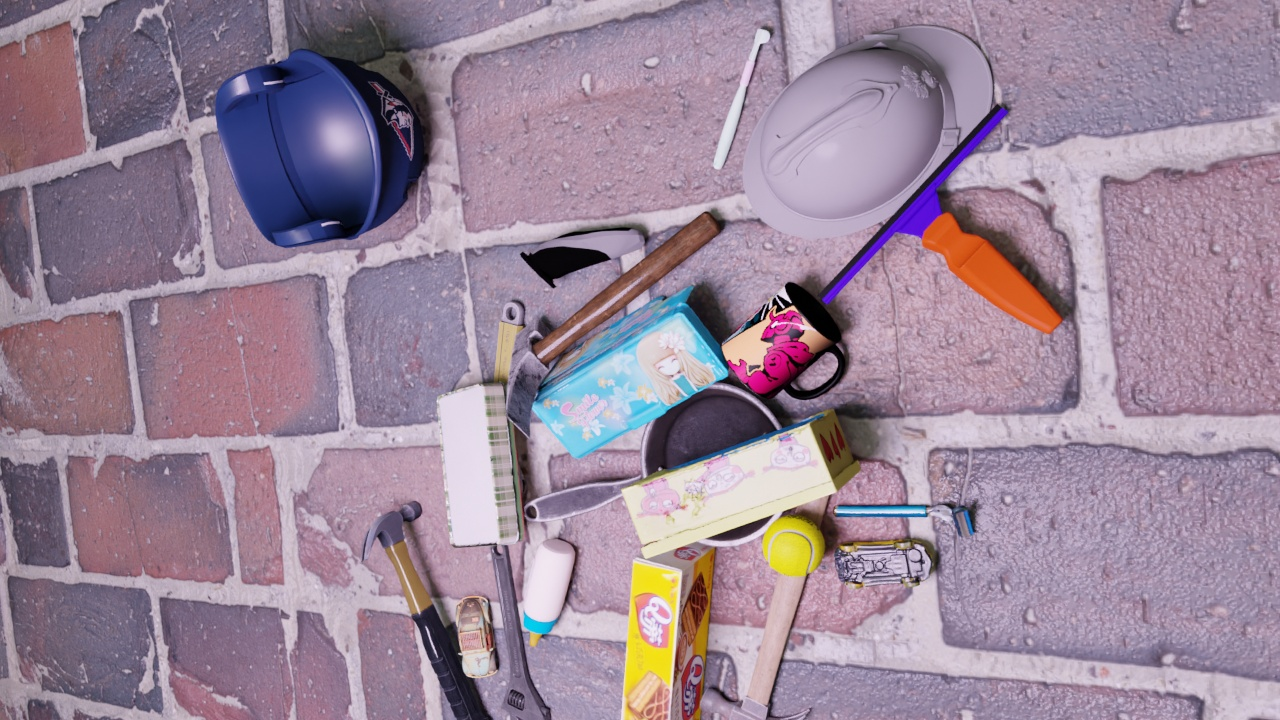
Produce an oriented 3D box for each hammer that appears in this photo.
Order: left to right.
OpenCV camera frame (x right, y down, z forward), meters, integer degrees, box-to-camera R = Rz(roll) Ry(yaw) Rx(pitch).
[{"bbox_3d":[-0.286,0.363,1.246,0.025,0.117,0.333,-24,89,30],"label":"hammer"},{"bbox_3d":[-0.031,-0.054,1.033,0.301,0.217,0.037,-37,113,15],"label":"hammer"},{"bbox_3d":[0.162,0.275,1.038,0.119,0.030,0.331,18,101,25],"label":"hammer"}]

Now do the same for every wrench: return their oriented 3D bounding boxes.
[{"bbox_3d":[-0.174,0.059,1.197,0.084,0.018,0.273,13,101,27],"label":"wrench"},{"bbox_3d":[-0.169,0.376,1.227,0.073,0.018,0.273,-10,89,29],"label":"wrench"}]

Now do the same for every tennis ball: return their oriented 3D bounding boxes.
[{"bbox_3d":[0.163,0.198,0.979,0.065,0.065,0.065,3,96,28],"label":"tennis ball"}]

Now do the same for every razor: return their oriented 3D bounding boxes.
[{"bbox_3d":[-0.067,-0.131,1.103,0.156,0.057,0.060,-20,57,21],"label":"razor"},{"bbox_3d":[0.273,0.161,0.965,0.144,0.022,0.042,-2,130,32],"label":"razor"}]

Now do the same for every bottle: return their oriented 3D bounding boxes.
[{"bbox_3d":[-0.122,0.302,1.175,0.051,0.051,0.146,21,105,25],"label":"bottle"}]

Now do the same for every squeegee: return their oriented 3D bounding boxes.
[{"bbox_3d":[0.328,-0.093,0.889,0.185,0.055,0.250,45,99,17],"label":"squeegee"}]

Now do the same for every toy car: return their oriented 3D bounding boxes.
[{"bbox_3d":[-0.223,0.376,1.233,0.047,0.047,0.112,-9,91,3],"label":"toy car"},{"bbox_3d":[0.257,0.215,0.972,0.107,0.030,0.049,-9,89,31],"label":"toy car"}]

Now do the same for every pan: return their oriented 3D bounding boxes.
[{"bbox_3d":[0.014,0.141,1.082,0.358,0.055,0.187,-18,86,29],"label":"pan"}]

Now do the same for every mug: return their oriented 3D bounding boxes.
[{"bbox_3d":[0.163,-0.009,0.981,0.118,0.081,0.098,41,115,-11],"label":"mug"}]

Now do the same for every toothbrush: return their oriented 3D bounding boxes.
[{"bbox_3d":[0.109,-0.286,1.011,0.022,0.015,0.155,40,116,52],"label":"toothbrush"}]

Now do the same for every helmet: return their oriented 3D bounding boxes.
[{"bbox_3d":[-0.378,-0.272,1.153,0.273,0.222,0.232,-2,111,58],"label":"helmet"},{"bbox_3d":[0.205,-0.230,0.906,0.272,0.117,0.183,-30,81,26],"label":"helmet"}]

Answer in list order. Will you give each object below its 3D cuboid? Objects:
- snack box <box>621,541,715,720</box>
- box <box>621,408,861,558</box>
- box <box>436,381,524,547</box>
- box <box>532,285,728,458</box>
[{"bbox_3d":[0.032,0.329,1.060,0.062,0.109,0.230,8,99,24],"label":"snack box"},{"bbox_3d":[0.106,0.126,0.953,0.221,0.124,0.081,-21,86,22],"label":"box"},{"bbox_3d":[-0.203,0.135,1.172,0.118,0.049,0.205,-17,79,43],"label":"box"},{"bbox_3d":[-0.007,0.006,1.072,0.227,0.121,0.098,-31,108,27],"label":"box"}]
